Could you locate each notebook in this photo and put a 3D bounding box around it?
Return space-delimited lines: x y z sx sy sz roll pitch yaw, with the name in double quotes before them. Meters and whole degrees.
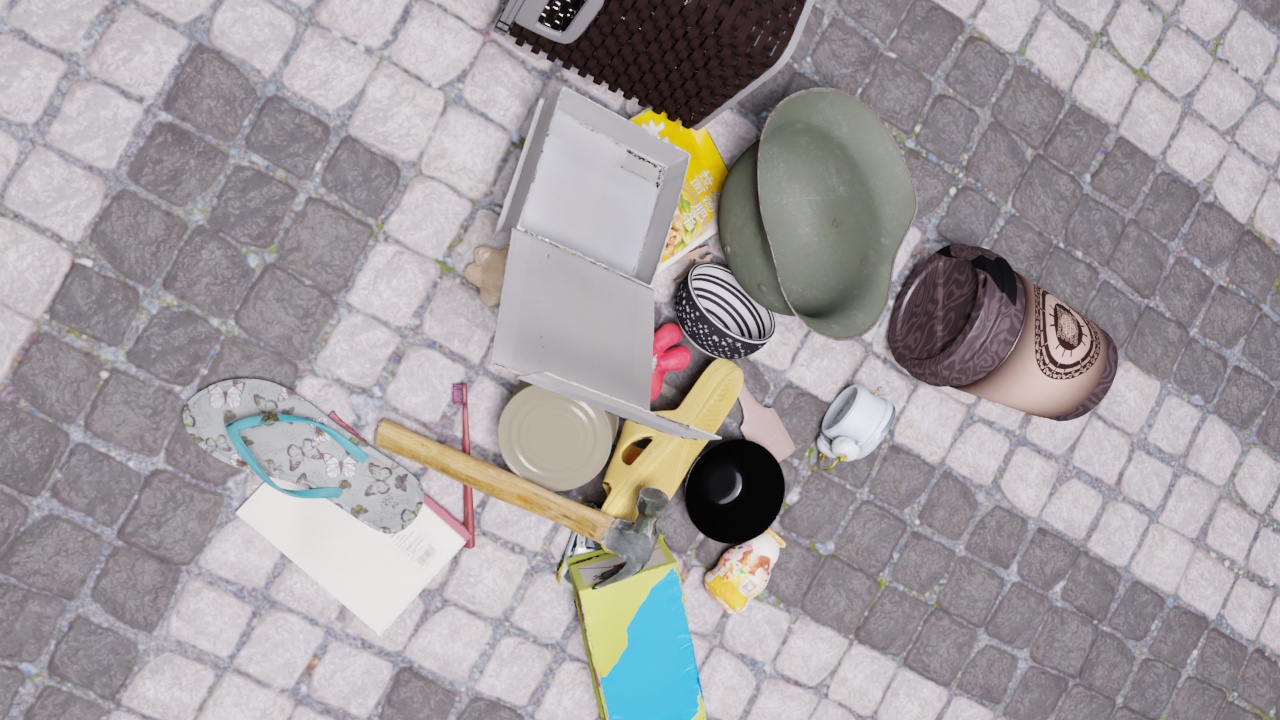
"notebook" -0.314 0.181 1.015 0.209 0.012 0.153 44 84 -8

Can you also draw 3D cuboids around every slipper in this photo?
"slipper" -0.353 0.096 0.974 0.268 0.055 0.098 28 83 -8
"slipper" 0.018 0.095 1.046 0.078 0.099 0.262 31 70 25

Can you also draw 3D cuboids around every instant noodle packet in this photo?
"instant noodle packet" 0.006 -0.191 1.043 0.221 0.084 0.163 -36 103 -19

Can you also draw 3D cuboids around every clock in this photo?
"clock" 0.256 0.085 1.111 0.057 0.083 0.117 35 82 -8

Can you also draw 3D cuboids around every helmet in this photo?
"helmet" 0.178 -0.148 1.033 0.226 0.154 0.268 -17 92 -31

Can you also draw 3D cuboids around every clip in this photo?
"clip" 0.062 -0.109 1.081 0.061 0.025 0.045 -24 99 -14

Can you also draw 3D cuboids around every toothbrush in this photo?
"toothbrush" -0.200 0.120 1.041 0.016 0.016 0.190 -3 95 -8

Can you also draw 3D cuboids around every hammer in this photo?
"hammer" -0.138 0.140 0.981 0.330 0.033 0.132 21 118 12

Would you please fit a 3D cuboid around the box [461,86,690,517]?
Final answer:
"box" -0.062 -0.062 0.889 0.166 0.109 0.417 21 64 -25

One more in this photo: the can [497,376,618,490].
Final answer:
"can" -0.090 0.074 1.015 0.128 0.073 0.128 1 104 3

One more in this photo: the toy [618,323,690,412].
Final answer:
"toy" -0.006 0.006 1.062 0.135 0.045 0.091 -31 102 -3

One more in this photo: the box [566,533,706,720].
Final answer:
"box" -0.003 0.325 1.057 0.124 0.079 0.221 -16 110 -10

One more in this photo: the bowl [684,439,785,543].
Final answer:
"bowl" 0.105 0.151 1.095 0.124 0.052 0.124 -1 95 -14

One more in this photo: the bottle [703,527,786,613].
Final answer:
"bottle" 0.128 0.250 1.103 0.109 0.063 0.063 -46 102 -7

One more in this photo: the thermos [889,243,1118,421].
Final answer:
"thermos" 0.443 -0.023 1.109 0.226 0.173 0.172 22 89 -20

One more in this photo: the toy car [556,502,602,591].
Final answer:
"toy car" -0.063 0.220 1.073 0.048 0.033 0.105 19 89 -12

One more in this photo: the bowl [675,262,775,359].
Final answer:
"bowl" 0.088 -0.046 1.058 0.120 0.119 0.067 30 127 -13

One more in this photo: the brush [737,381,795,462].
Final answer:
"brush" 0.137 0.064 1.118 0.050 0.015 0.135 -30 94 -8

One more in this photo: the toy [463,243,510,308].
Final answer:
"toy" -0.137 -0.089 1.026 0.117 0.043 0.092 25 89 -12

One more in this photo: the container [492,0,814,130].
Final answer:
"container" 0.032 -0.412 0.926 0.243 0.248 0.245 26 76 -17
